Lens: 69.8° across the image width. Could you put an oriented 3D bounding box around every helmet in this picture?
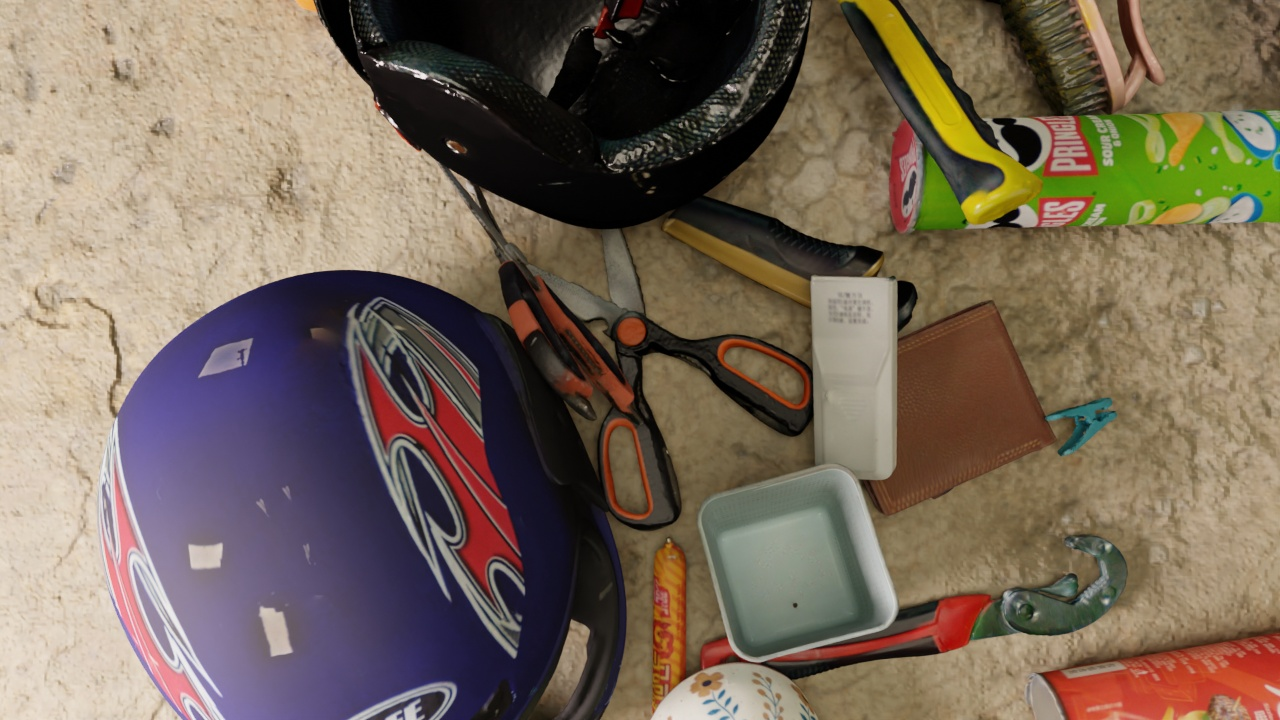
[{"bbox_3d":[-0.039,-0.197,0.505,0.275,0.230,0.233,33,84,15],"label":"helmet"},{"bbox_3d":[-0.138,0.105,0.488,0.247,0.240,0.315,-29,87,2],"label":"helmet"}]

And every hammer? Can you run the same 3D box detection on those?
[{"bbox_3d":[0.132,-0.217,0.552,0.126,0.032,0.323,-25,69,3],"label":"hammer"}]

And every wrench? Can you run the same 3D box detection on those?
[{"bbox_3d":[0.172,0.166,0.579,0.273,0.016,0.056,-15,86,2],"label":"wrench"}]

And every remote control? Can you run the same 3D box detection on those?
[{"bbox_3d":[0.127,0.011,0.546,0.049,0.024,0.125,3,105,26],"label":"remote control"}]

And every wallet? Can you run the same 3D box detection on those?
[{"bbox_3d":[0.187,0.031,0.581,0.124,0.032,0.101,-24,89,2],"label":"wallet"}]

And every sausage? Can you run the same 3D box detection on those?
[{"bbox_3d":[0.018,0.195,0.582,0.021,0.021,0.165,0,87,2],"label":"sausage"}]

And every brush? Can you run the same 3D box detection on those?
[{"bbox_3d":[0.268,-0.221,0.566,0.073,0.063,0.145,-27,97,13],"label":"brush"}]

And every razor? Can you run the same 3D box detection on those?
[{"bbox_3d":[0.091,-0.059,0.582,0.167,0.062,0.068,26,119,9],"label":"razor"}]

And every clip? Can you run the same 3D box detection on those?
[{"bbox_3d":[0.277,0.037,0.574,0.055,0.013,0.038,-23,93,-26],"label":"clip"}]

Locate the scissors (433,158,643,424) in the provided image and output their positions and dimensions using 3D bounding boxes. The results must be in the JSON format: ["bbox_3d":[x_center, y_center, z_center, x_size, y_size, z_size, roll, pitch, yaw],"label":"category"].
[{"bbox_3d":[-0.065,-0.042,0.541,0.015,0.188,0.226,-38,105,9],"label":"scissors"}]

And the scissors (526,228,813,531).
[{"bbox_3d":[0.011,-0.001,0.596,0.229,0.022,0.220,6,83,5],"label":"scissors"}]

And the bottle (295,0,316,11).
[{"bbox_3d":[-0.166,-0.284,0.600,0.149,0.067,0.066,-26,86,-6],"label":"bottle"}]

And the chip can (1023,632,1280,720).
[{"bbox_3d":[0.348,0.202,0.542,0.216,0.073,0.073,-10,86,2],"label":"chip can"}]

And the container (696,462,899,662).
[{"bbox_3d":[0.087,0.120,0.532,0.090,0.111,0.090,-15,72,2],"label":"container"}]

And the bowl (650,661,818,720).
[{"bbox_3d":[0.062,0.245,0.543,0.113,0.062,0.113,-2,99,-11],"label":"bowl"}]

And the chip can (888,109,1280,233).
[{"bbox_3d":[0.278,-0.117,0.563,0.236,0.072,0.072,-1,87,2],"label":"chip can"}]

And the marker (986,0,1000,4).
[{"bbox_3d":[0.200,-0.253,0.603,0.124,0.015,0.018,18,89,1],"label":"marker"}]
